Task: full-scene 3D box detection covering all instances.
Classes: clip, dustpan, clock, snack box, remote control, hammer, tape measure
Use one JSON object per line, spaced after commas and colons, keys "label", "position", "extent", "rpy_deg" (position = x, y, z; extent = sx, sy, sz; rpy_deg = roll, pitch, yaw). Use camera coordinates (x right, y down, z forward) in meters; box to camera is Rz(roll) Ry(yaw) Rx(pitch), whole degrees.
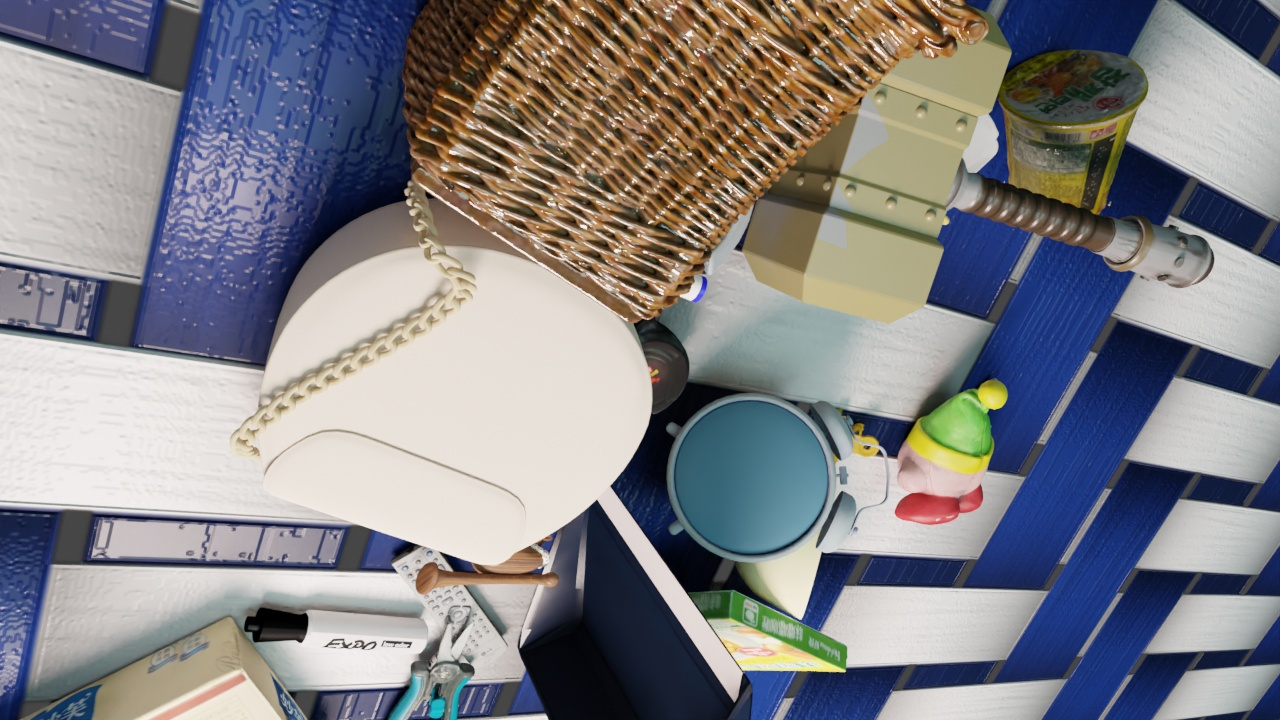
{"label": "clip", "position": [0.058, -0.134, 0.602], "extent": [0.108, 0.028, 0.163], "rpy_deg": [-8, 122, -26]}
{"label": "dustpan", "position": [-0.025, 0.251, 0.644], "extent": [0.080, 0.236, 0.274], "rpy_deg": [-12, 122, -22]}
{"label": "clock", "position": [0.101, 0.086, 0.679], "extent": [0.162, 0.075, 0.122], "rpy_deg": [-2, 82, 5]}
{"label": "clip", "position": [0.180, 0.070, 0.785], "extent": [0.046, 0.035, 0.053], "rpy_deg": [1, 115, -21]}
{"label": "snack box", "position": [0.072, 0.228, 0.764], "extent": [0.168, 0.132, 0.027], "rpy_deg": [34, 54, -38]}
{"label": "remote control", "position": [-0.139, 0.183, 0.683], "extent": [0.033, 0.013, 0.137], "rpy_deg": [-31, 128, -10]}
{"label": "snack box", "position": [-0.332, 0.281, 0.605], "extent": [0.207, 0.055, 0.153], "rpy_deg": [-25, 126, -14]}
{"label": "hammer", "position": [0.254, -0.104, 0.616], "extent": [0.324, 0.100, 0.190], "rpy_deg": [12, 101, -18]}
{"label": "tape measure", "position": [-0.004, 0.004, 0.638], "extent": [0.071, 0.042, 0.072], "rpy_deg": [-38, 124, -6]}

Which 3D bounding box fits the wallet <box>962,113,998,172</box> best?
{"label": "wallet", "position": [0.202, -0.147, 0.660], "extent": [0.116, 0.032, 0.086], "rpy_deg": [-48, 116, -2]}

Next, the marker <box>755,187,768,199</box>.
{"label": "marker", "position": [0.134, -0.107, 0.667], "extent": [0.133, 0.017, 0.020], "rpy_deg": [14, 146, -34]}

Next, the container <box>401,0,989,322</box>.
{"label": "container", "position": [-0.009, -0.153, 0.416], "extent": [0.162, 0.249, 0.183], "rpy_deg": [32, 109, -27]}

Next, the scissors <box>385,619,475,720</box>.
{"label": "scissors", "position": [-0.160, 0.259, 0.707], "extent": [0.122, 0.019, 0.149], "rpy_deg": [-22, 126, -6]}

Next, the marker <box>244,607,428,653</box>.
{"label": "marker", "position": [-0.210, 0.188, 0.640], "extent": [0.125, 0.025, 0.025], "rpy_deg": [17, 108, -35]}

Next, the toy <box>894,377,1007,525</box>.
{"label": "toy", "position": [0.287, 0.075, 0.814], "extent": [0.124, 0.097, 0.131], "rpy_deg": [-8, 101, -33]}

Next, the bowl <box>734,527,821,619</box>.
{"label": "bowl", "position": [0.110, 0.144, 0.754], "extent": [0.074, 0.117, 0.118], "rpy_deg": [14, 116, 11]}

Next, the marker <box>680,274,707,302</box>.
{"label": "marker", "position": [-0.022, -0.069, 0.582], "extent": [0.141, 0.020, 0.020], "rpy_deg": [20, 106, -24]}

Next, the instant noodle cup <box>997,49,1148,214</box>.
{"label": "instant noodle cup", "position": [0.322, -0.164, 0.696], "extent": [0.102, 0.102, 0.108], "rpy_deg": [-30, 136, -11]}

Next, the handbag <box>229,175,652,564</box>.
{"label": "handbag", "position": [-0.104, 0.020, 0.528], "extent": [0.210, 0.103, 0.209], "rpy_deg": [26, 114, -27]}

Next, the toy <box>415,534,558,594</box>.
{"label": "toy", "position": [-0.106, 0.138, 0.652], "extent": [0.101, 0.054, 0.042], "rpy_deg": [9, 149, -30]}
